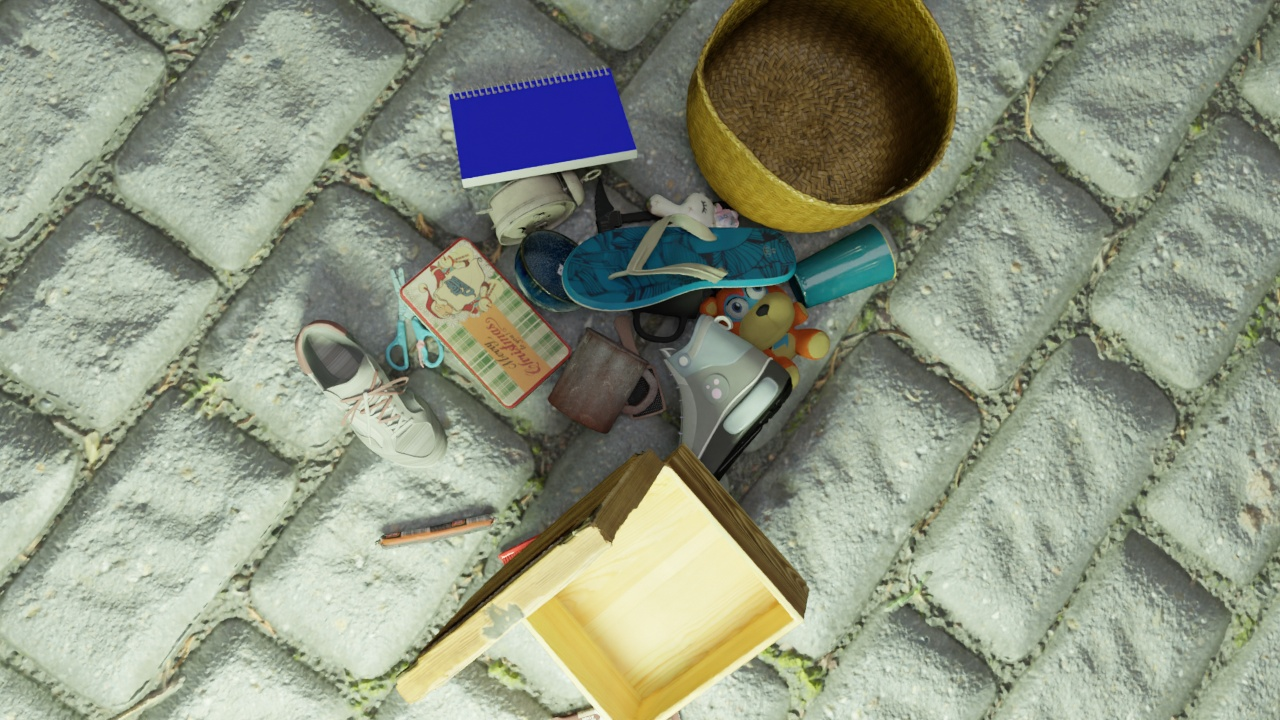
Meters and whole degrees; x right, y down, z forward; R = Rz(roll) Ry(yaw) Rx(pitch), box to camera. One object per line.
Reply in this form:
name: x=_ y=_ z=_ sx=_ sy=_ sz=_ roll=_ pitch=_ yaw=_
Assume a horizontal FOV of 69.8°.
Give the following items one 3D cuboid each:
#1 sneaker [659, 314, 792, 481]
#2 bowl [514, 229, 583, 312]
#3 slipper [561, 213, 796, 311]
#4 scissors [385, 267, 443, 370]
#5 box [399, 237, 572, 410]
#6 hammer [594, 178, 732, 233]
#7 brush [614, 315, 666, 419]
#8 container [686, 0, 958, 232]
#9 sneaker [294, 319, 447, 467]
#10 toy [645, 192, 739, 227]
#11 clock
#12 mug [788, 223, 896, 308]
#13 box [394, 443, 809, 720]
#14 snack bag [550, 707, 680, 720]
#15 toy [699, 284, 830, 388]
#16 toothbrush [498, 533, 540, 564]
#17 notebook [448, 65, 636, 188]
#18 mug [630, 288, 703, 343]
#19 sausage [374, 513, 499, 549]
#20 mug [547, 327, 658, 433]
sneaker: x=0.057 y=0.072 z=1.134 sx=0.160 sy=0.093 sz=0.257 roll=43 pitch=108 yaw=13
bowl: x=-0.113 y=-0.100 z=1.142 sx=0.114 sy=0.114 sz=0.061 roll=45 pitch=127 yaw=-2
slipper: x=0.050 y=-0.128 z=1.096 sx=0.294 sy=0.060 sz=0.118 roll=-7 pitch=58 yaw=-13
scissors: x=-0.303 y=-0.051 z=1.158 sx=0.076 sy=0.015 sz=0.141 roll=-21 pitch=84 yaw=-9
box: x=-0.192 y=-0.045 z=1.144 sx=0.117 sy=0.051 sz=0.205 roll=-42 pitch=93 yaw=-9
hammer: x=0.101 y=-0.209 z=1.199 sx=0.325 sy=0.015 sz=0.095 roll=-8 pitch=88 yaw=-6
brush: x=-0.007 y=0.007 z=1.179 sx=0.050 sy=0.015 sz=0.135 roll=-16 pitch=89 yaw=-5
container: x=0.209 y=-0.305 z=1.116 sx=0.307 sy=0.197 sz=0.306 roll=1 pitch=81 yaw=-5
sneaker: x=-0.331 y=0.042 z=1.110 sx=0.236 sy=0.089 sz=0.099 roll=44 pitch=84 yaw=-2
toy: x=0.065 y=-0.176 z=1.167 sx=0.122 sy=0.038 sz=0.079 roll=-2 pitch=81 yaw=-9
clock: x=-0.121 y=-0.203 z=1.133 sx=0.157 sy=0.103 sz=0.061 roll=-27 pitch=83 yaw=2
mug: x=0.255 y=-0.117 z=1.182 sx=0.121 sy=0.078 sz=0.078 roll=-24 pitch=90 yaw=-1
box: x=-0.031 y=0.270 z=0.968 sx=0.280 sy=0.335 sz=0.286 roll=-42 pitch=86 yaw=19
snack bag: x=-0.030 y=0.458 z=1.159 sx=0.158 sy=0.013 sz=0.057 roll=-13 pitch=90 yaw=-6
toy: x=0.151 y=-0.047 z=1.163 sx=0.176 sy=0.096 sz=0.112 roll=42 pitch=79 yaw=9
toothbrush: x=-0.081 y=0.207 z=1.165 sx=0.212 sy=0.012 sz=0.018 roll=-26 pitch=90 yaw=-6
notebook: x=-0.125 y=-0.294 z=1.135 sx=0.209 sy=0.022 sz=0.171 roll=-11 pitch=54 yaw=-6
mug: x=0.028 y=-0.079 z=1.154 sx=0.088 sy=0.078 sz=0.113 roll=7 pitch=86 yaw=-5
sausage: x=-0.254 y=0.215 z=1.146 sx=0.155 sy=0.020 sz=0.020 roll=-11 pitch=89 yaw=-6
mug: x=-0.039 y=0.032 z=1.138 sx=0.123 sy=0.096 sz=0.110 roll=30 pitch=97 yaw=-19
